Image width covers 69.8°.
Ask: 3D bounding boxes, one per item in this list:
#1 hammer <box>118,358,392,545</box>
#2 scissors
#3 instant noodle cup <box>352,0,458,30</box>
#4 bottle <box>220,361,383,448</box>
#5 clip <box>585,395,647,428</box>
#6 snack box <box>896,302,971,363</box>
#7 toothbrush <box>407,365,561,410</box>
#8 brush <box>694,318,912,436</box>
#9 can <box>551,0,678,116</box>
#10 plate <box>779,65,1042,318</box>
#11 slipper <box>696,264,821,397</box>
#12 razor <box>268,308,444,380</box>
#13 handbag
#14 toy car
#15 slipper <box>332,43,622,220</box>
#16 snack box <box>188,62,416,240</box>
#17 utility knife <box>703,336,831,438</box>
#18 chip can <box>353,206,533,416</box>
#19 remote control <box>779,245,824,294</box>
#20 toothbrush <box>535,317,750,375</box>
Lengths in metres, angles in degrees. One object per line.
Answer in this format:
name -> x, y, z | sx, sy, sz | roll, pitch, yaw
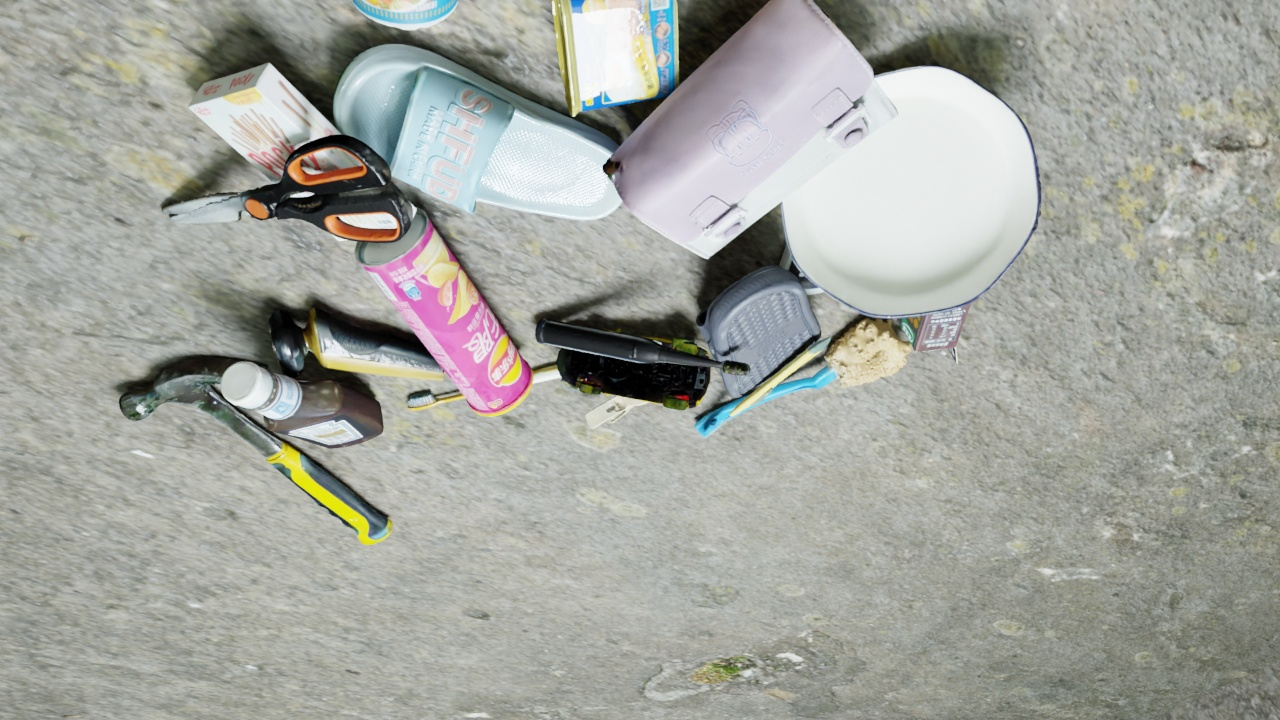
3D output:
hammer -> -0.363, 0.105, 0.951 | 0.126, 0.031, 0.323 | -24, 136, 11
scissors -> -0.280, -0.132, 0.685 | 0.235, 0.021, 0.142 | 13, 142, 7
instant noodle cup -> -0.152, -0.277, 0.578 | 0.099, 0.099, 0.110 | -3, 143, -12
bottle -> -0.307, 0.041, 0.834 | 0.080, 0.044, 0.195 | -15, 163, 7
clip -> -0.009, 0.039, 0.967 | 0.100, 0.034, 0.071 | -36, 169, 22
snack box -> 0.272, -0.076, 0.873 | 0.053, 0.113, 0.126 | -6, 136, -8
toothbrush -> -0.146, 0.023, 0.937 | 0.191, 0.016, 0.018 | -13, 128, 0
brush -> 0.175, 0.025, 1.011 | 0.255, 0.045, 0.083 | -25, 140, 17
can -> -0.018, -0.238, 0.674 | 0.083, 0.057, 0.102 | -11, 137, -7
plate -> 0.222, -0.137, 0.769 | 0.205, 0.205, 0.045 | -31, 178, 16
slipper -> 0.108, -0.042, 0.884 | 0.111, 0.083, 0.268 | -30, 160, 2
razor -> -0.260, -0.006, 0.852 | 0.167, 0.062, 0.068 | 12, 113, -33
handbag -> 0.084, -0.175, 0.709 | 0.197, 0.098, 0.144 | -38, 155, 21
toy car -> -0.005, 0.005, 0.913 | 0.156, 0.041, 0.071 | 9, 94, -3
slipper -> -0.117, -0.158, 0.716 | 0.245, 0.074, 0.104 | 13, 131, -28
snack box -> -0.251, -0.151, 0.694 | 0.085, 0.026, 0.157 | -1, 148, 35
utility knife -> 0.124, 0.034, 0.962 | 0.030, 0.022, 0.211 | -21, 168, -44
chip can -> -0.170, -0.039, 0.827 | 0.071, 0.071, 0.211 | -21, 136, 6
remote control -> 0.172, -0.123, 0.866 | 0.058, 0.021, 0.150 | -1, 134, -14
toothbrush -> -0.001, -0.010, 0.850 | 0.213, 0.027, 0.026 | 12, 101, 23
